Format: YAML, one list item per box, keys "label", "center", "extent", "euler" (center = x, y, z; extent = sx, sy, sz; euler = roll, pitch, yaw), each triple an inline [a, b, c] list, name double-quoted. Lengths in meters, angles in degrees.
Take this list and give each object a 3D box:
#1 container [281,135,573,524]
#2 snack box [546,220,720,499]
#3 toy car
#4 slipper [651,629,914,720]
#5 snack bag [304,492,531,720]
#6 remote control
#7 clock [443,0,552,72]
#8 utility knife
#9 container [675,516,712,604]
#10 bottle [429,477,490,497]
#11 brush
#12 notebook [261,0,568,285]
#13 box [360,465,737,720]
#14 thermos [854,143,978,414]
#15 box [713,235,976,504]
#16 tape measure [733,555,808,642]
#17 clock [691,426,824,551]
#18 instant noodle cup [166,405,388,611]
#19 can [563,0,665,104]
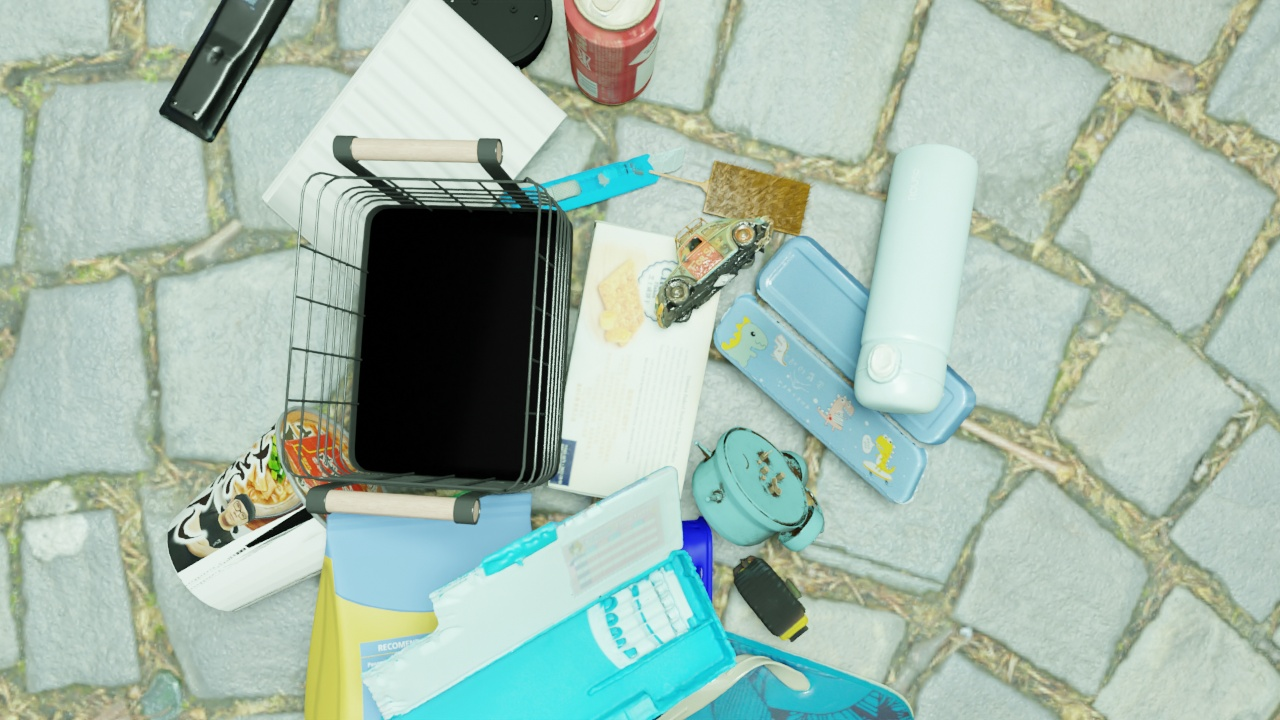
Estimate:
- label: "container"
  center: [-0.141, -0.018, 0.632]
  extent: [0.163, 0.130, 0.241]
  euler: [3, 87, 7]
- label: "snack box"
  center: [-0.004, 0.004, 0.718]
  extent: [0.104, 0.057, 0.208]
  euler: [10, 91, -4]
- label: "toy car"
  center: [0.045, -0.073, 0.667]
  extent: [0.112, 0.047, 0.047]
  euler: [-41, 71, -8]
- label: "slipper"
  center: [0.080, 0.279, 0.726]
  extent: [0.295, 0.060, 0.118]
  euler: [12, 87, -3]
- label: "snack bag"
  center: [-0.150, 0.201, 0.654]
  extent: [0.158, 0.102, 0.205]
  euler: [1, 92, -34]
- label: "remote control"
  center: [-0.321, -0.247, 0.716]
  extent: [0.047, 0.022, 0.150]
  euler: [29, 89, -2]
- label: "clock"
  center: [-0.109, -0.280, 0.715]
  extent: [0.091, 0.042, 0.120]
  euler: [10, 90, -3]
- label: "utility knife"
  center: [-0.046, -0.140, 0.735]
  extent: [0.174, 0.015, 0.031]
  euler: [-18, 96, -4]
- label: "container"
  center: [-0.006, 0.166, 0.707]
  extent: [0.113, 0.084, 0.085]
  euler: [1, 89, -2]
- label: "bottle"
  center: [-0.149, 0.081, 0.719]
  extent: [0.043, 0.043, 0.111]
  euler: [-21, 91, -2]
- label: "brush"
  center: [0.074, -0.136, 0.734]
  extent: [0.126, 0.017, 0.048]
  euler: [13, 90, -7]
- label: "notebook"
  center: [-0.177, -0.156, 0.707]
  extent: [0.142, 0.009, 0.210]
  euler: [42, 103, -3]
- label: "box"
  center: [-0.059, 0.181, 0.596]
  extent: [0.226, 0.072, 0.182]
  euler: [-25, 111, -21]
- label: "thermos"
  center: [0.210, -0.059, 0.699]
  extent: [0.065, 0.078, 0.206]
  euler: [5, 74, 34]
- label: "box"
  center: [0.162, 0.008, 0.730]
  extent: [0.209, 0.034, 0.127]
  euler: [41, 75, -6]
- label: "tape measure"
  center: [0.104, 0.186, 0.723]
  extent: [0.038, 0.062, 0.067]
  euler: [-38, 91, -2]
- label: "clock"
  center: [0.095, 0.102, 0.707]
  extent: [0.124, 0.090, 0.053]
  euler: [27, 126, -31]
- label: "instant noodle cup"
  center: [-0.272, 0.118, 0.684]
  extent: [0.122, 0.123, 0.123]
  euler: [-33, 92, 7]
- label: "can"
  center: [-0.020, -0.236, 0.656]
  extent: [0.067, 0.170, 0.067]
  euler: [0, 91, -2]
